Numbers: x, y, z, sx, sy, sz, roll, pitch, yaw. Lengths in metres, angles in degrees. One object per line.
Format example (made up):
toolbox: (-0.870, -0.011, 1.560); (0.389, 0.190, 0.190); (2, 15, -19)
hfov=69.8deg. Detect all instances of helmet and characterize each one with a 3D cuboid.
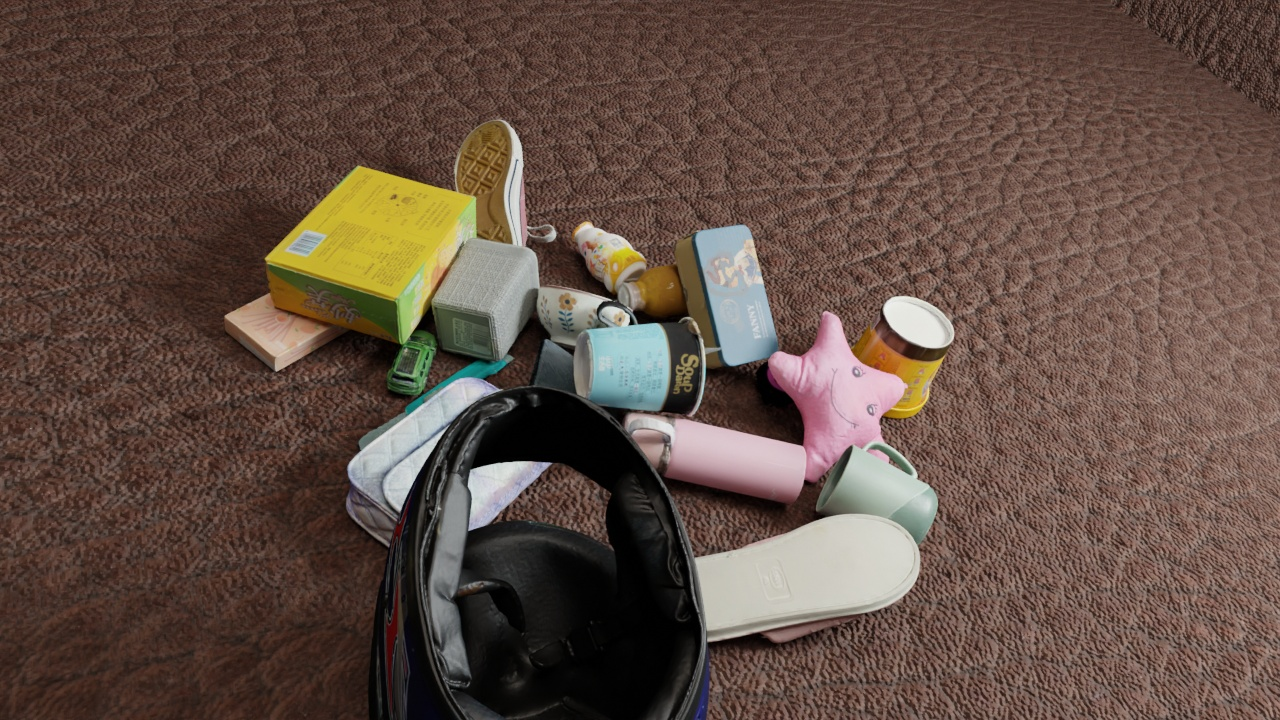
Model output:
helmet: (-0.081, 0.207, 0.696); (0.247, 0.241, 0.315); (-2, 58, -20)

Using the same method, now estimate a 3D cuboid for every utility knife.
utility knife: (-0.218, 0.040, 0.991); (0.029, 0.013, 0.215); (32, 45, 22)

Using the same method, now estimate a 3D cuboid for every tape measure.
tape measure: (0.171, 0.028, 1.115); (0.057, 0.039, 0.057); (-5, 57, -14)

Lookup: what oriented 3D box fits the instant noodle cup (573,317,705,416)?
instant noodle cup: (-0.006, 0.006, 0.979); (0.120, 0.111, 0.111); (1, 46, -17)

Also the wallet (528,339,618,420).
wallet: (-0.070, 0.041, 0.997); (0.121, 0.019, 0.097); (38, 35, -26)

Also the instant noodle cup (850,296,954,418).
instant noodle cup: (0.323, -0.008, 1.147); (0.118, 0.115, 0.118); (9, 44, -9)

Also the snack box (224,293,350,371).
snack box: (-0.371, -0.054, 1.025); (0.084, 0.026, 0.156); (35, 46, 17)

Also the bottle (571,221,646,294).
bottle: (-0.043, -0.135, 1.189); (0.063, 0.063, 0.108); (-25, 58, -36)

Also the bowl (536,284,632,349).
bowl: (-0.071, -0.044, 1.076); (0.113, 0.113, 0.062); (14, 87, -5)

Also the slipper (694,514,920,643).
slipper: (0.145, 0.219, 0.900); (0.274, 0.055, 0.114); (-12, 47, -14)

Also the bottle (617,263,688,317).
bottle: (0.061, -0.093, 1.179); (0.189, 0.068, 0.068); (-11, 51, -27)

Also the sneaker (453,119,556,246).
sneaker: (-0.180, -0.196, 1.188); (0.118, 0.088, 0.240); (-14, 66, 12)

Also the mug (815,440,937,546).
mug: (0.261, 0.142, 0.993); (0.106, 0.082, 0.111); (27, 55, 6)

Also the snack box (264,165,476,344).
snack box: (-0.296, -0.125, 1.040); (0.158, 0.070, 0.209); (16, 43, 6)

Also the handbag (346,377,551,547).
handbag: (-0.182, 0.103, 0.895); (0.134, 0.076, 0.193); (32, 46, 14)

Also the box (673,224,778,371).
box: (0.105, -0.071, 1.125); (0.089, 0.060, 0.184); (-15, 87, -28)

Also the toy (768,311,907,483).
toy: (0.237, 0.037, 1.071); (0.178, 0.075, 0.194); (-12, 84, -25)

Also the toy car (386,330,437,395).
toy car: (-0.250, -0.001, 1.008); (0.043, 0.036, 0.091); (11, 40, -6)

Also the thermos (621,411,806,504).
thermos: (0.076, 0.098, 0.979); (0.198, 0.087, 0.067); (15, 63, -6)

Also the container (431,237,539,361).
container: (-0.178, -0.067, 1.052); (0.090, 0.090, 0.114); (11, 45, 12)

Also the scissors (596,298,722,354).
scissors: (0.005, -0.006, 1.051); (0.181, 0.159, 0.014); (-18, 31, -2)
